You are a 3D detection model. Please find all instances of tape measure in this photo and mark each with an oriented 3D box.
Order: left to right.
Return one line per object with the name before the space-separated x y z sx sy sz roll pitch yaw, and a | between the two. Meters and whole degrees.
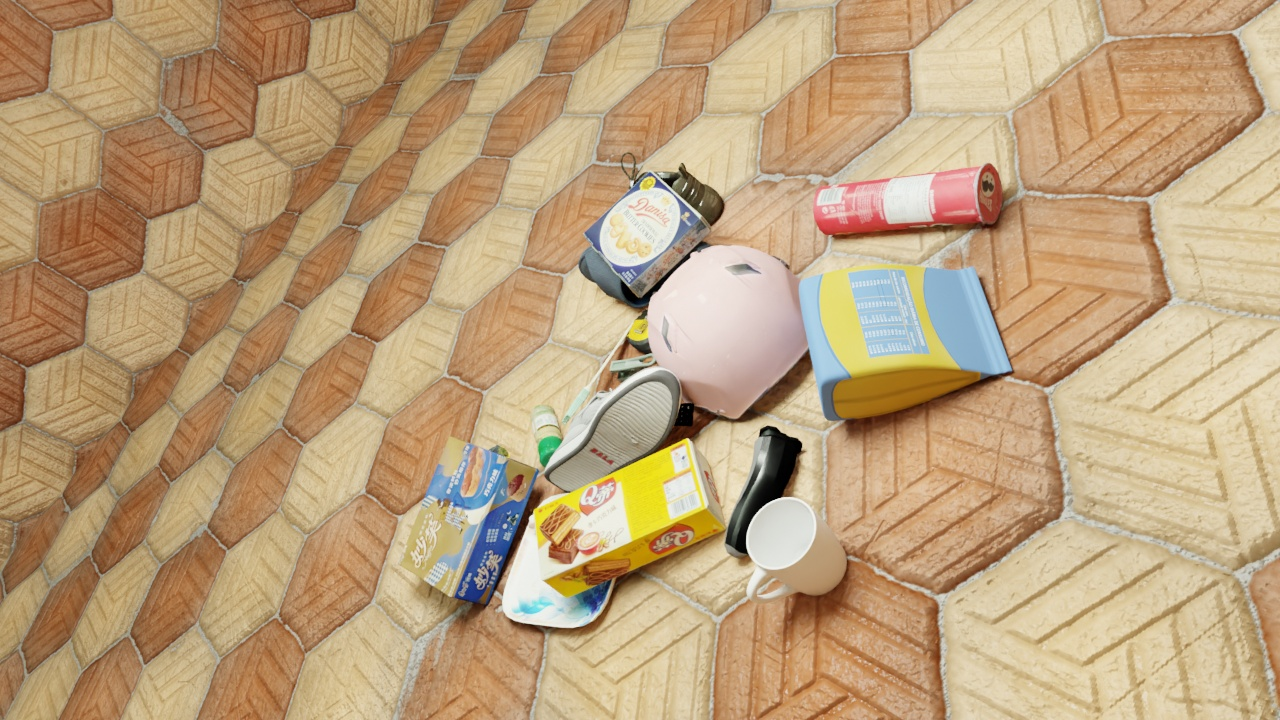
tape measure | 0.013 -0.044 1.365 0.066 0.037 0.064 15 68 48

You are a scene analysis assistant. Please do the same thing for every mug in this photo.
mug | 0.159 0.214 0.969 0.114 0.087 0.081 -52 39 -6

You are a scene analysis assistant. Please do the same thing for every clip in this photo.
clip | -0.003 0.014 1.351 0.078 0.049 0.023 -6 53 18

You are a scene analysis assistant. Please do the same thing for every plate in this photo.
plate | -0.094 0.263 1.217 0.187 0.016 0.186 -7 53 39

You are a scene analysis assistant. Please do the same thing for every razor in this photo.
razor | 0.139 0.156 1.070 0.156 0.057 0.060 -67 11 -24

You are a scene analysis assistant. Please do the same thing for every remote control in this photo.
remote control | 0.026 0.073 1.249 0.140 0.009 0.030 -4 79 53

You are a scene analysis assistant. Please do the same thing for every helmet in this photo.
helmet | 0.102 -0.057 1.216 0.230 0.152 0.255 -43 32 11

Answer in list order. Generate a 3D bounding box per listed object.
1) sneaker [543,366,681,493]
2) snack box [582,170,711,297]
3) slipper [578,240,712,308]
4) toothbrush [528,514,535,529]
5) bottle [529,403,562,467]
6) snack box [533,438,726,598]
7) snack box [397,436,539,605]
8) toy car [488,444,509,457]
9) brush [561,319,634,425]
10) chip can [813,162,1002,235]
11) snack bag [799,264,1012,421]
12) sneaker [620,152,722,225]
sneaker | -0.031 0.074 1.246 0.264 0.096 0.128 -43 23 37
snack box | 0.008 -0.188 1.347 0.145 0.042 0.144 -44 51 5
slipper | 0.001 -0.130 1.403 0.264 0.101 0.082 -1 56 38
toothbrush | -0.081 0.184 1.246 0.181 0.015 0.018 -31 35 20
bottle | -0.139 0.112 1.370 0.043 0.043 0.111 -37 39 12
snack box | -0.018 0.196 1.143 0.230 0.062 0.110 -26 45 13
snack box | -0.249 0.227 1.321 0.155 0.069 0.202 12 78 48
toy car | -0.212 0.174 1.390 0.049 0.030 0.106 -41 47 18
brush | -0.058 0.012 1.359 0.217 0.012 0.033 -56 4 -37
chip can | 0.335 -0.202 1.177 0.233 0.073 0.073 2 59 44
snack bag | 0.296 -0.030 1.048 0.205 0.102 0.158 -11 53 9
sneaker | -0.002 -0.250 1.472 0.239 0.143 0.100 -15 49 34
